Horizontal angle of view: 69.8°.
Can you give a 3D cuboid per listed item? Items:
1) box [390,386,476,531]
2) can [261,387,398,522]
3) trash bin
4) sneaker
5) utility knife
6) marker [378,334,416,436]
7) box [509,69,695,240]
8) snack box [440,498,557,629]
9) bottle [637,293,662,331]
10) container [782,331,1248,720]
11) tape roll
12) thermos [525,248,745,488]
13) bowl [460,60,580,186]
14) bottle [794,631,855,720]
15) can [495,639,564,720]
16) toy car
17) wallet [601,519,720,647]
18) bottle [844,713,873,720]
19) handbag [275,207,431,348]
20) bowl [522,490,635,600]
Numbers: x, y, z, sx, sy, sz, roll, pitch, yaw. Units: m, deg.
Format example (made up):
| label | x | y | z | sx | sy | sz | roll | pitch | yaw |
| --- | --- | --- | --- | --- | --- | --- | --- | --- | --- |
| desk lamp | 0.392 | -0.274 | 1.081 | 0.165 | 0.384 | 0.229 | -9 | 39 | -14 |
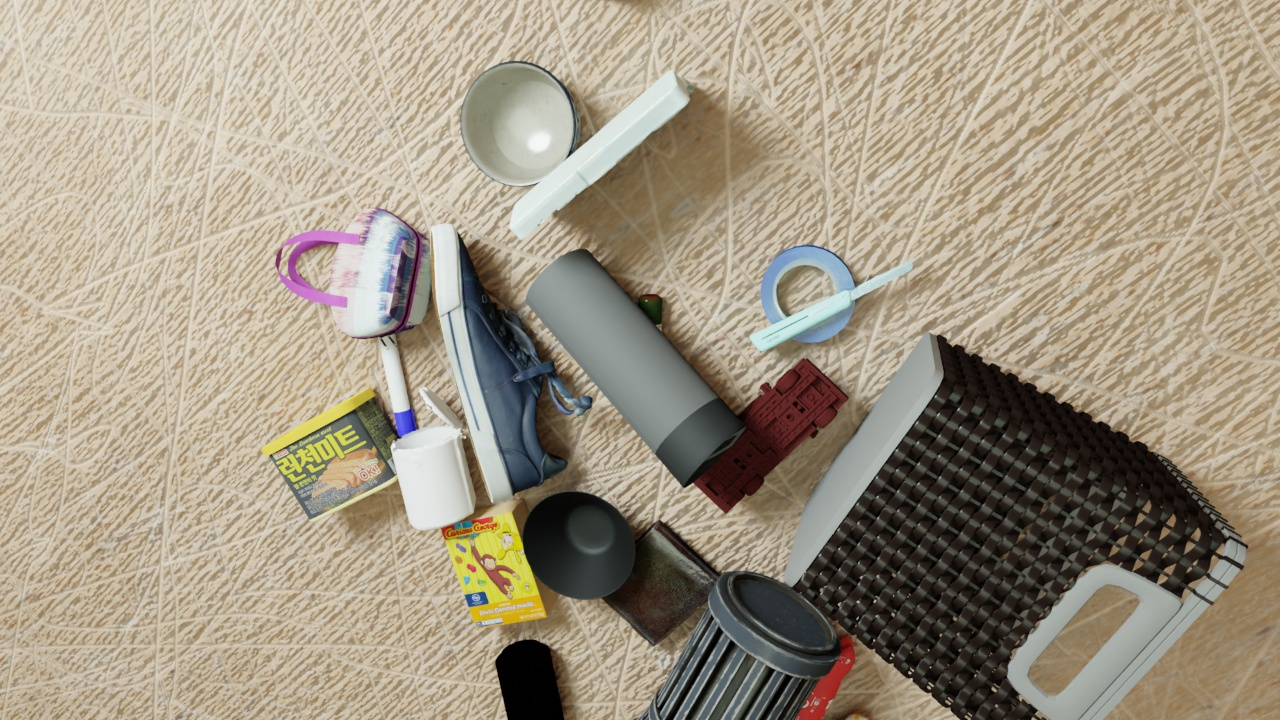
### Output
| label | x | y | z | sx | sy | sz | roll | pitch | yaw |
| --- | --- | --- | --- | --- | --- | --- | --- | --- | --- |
| box | -0.223 | 0.100 | 0.994 | 0.092 | 0.081 | 0.161 | -12 | 106 | 1 |
| can | -0.336 | 0.107 | 1.027 | 0.131 | 0.072 | 0.101 | -26 | 99 | 18 |
| trash bin | 0.092 | 0.345 | 0.940 | 0.164 | 0.164 | 0.228 | 28 | 104 | 5 |
| sneaker | -0.137 | -0.005 | 0.950 | 0.127 | 0.121 | 0.294 | -18 | 101 | -13 |
| utility knife | 0.183 | -0.052 | 0.876 | 0.169 | 0.015 | 0.022 | -28 | 64 | 17 |
| marker | -0.272 | 0.013 | 1.016 | 0.020 | 0.020 | 0.141 | -5 | 102 | 14 |
| box | -0.035 | -0.193 | 0.847 | 0.197 | 0.135 | 0.043 | -35 | 103 | 18 |
| snack box | -0.158 | 0.229 | 1.030 | 0.088 | 0.040 | 0.126 | -14 | 100 | 16 |
| bottle | 0.009 | -0.015 | 0.939 | 0.025 | 0.025 | 0.106 | 4 | 104 | 12 |
| container | 0.296 | 0.144 | 0.798 | 0.243 | 0.245 | 0.248 | 33 | 108 | 7 |
| tape roll | 0.163 | -0.065 | 0.894 | 0.093 | 0.016 | 0.091 | 28 | 108 | 5 |
| thermos | -0.005 | 0.005 | 0.883 | 0.082 | 0.082 | 0.240 | -47 | 73 | 19 |
| bowl | -0.111 | -0.230 | 0.896 | 0.115 | 0.059 | 0.115 | 3 | 104 | 12 |
| bottle | 0.185 | 0.354 | 0.979 | 0.042 | 0.041 | 0.142 | 25 | 108 | 6 |
| can | -0.125 | 0.382 | 1.048 | 0.063 | 0.063 | 0.114 | -7 | 102 | 15 |
| toy car | 0.126 | 0.071 | 0.913 | 0.070 | 0.061 | 0.170 | 43 | 109 | 0 |
| wallet | 0.018 | 0.242 | 1.000 | 0.099 | 0.031 | 0.120 | 43 | 111 | 3 |
| bottle | 0.209 | 0.425 | 0.979 | 0.109 | 0.063 | 0.063 | -37 | 93 | 18 |
| handbag | -0.311 | -0.094 | 0.977 | 0.170 | 0.068 | 0.144 | 10 | 90 | 19 |
| bowl | -0.060 | 0.190 | 0.990 | 0.124 | 0.052 | 0.124 | 3 | 104 | 13 |
